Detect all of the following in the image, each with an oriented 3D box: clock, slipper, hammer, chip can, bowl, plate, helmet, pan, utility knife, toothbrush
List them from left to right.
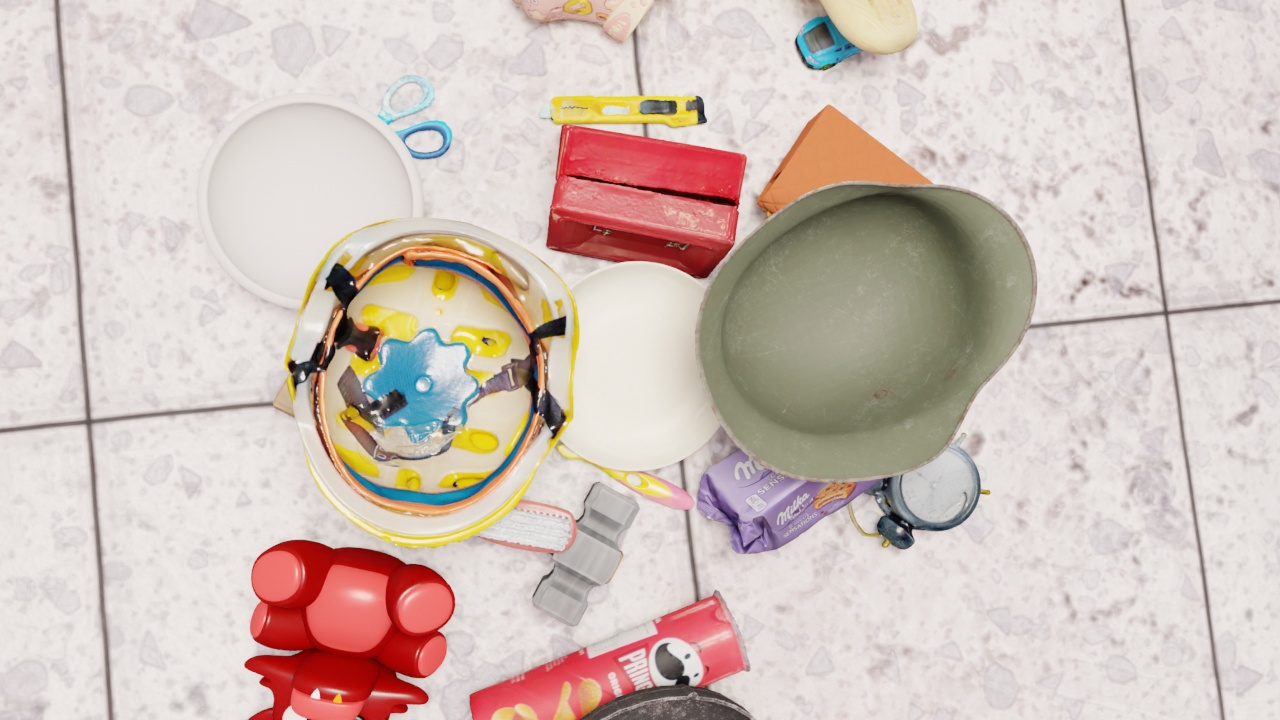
[{"bbox_3d":[-0.271,-0.130,0.772,0.176,0.066,0.176,-1,93,-11],"label":"bowl"},{"bbox_3d":[-0.164,0.013,0.719,0.209,0.140,0.240,11,90,-17],"label":"helmet"},{"bbox_3d":[-0.162,0.102,0.787,0.323,0.051,0.117,29,83,-2],"label":"hammer"},{"bbox_3d":[-0.028,0.272,0.778,0.233,0.073,0.073,-20,89,-8],"label":"chip can"},{"bbox_3d":[-0.015,-0.328,0.815,0.197,0.093,0.081,-15,99,-9],"label":"slipper"},{"bbox_3d":[-0.015,-0.229,0.844,0.155,0.017,0.030,-3,77,-5],"label":"utility knife"},{"bbox_3d":[-0.013,0.103,0.821,0.135,0.016,0.021,24,81,-7],"label":"toothbrush"},{"bbox_3d":[-0.005,0.005,0.804,0.182,0.034,0.182,-1,97,-8],"label":"plate"},{"bbox_3d":[0.081,0.356,0.785,0.356,0.040,0.208,9,112,-20],"label":"pan"},{"bbox_3d":[0.163,-0.373,0.842,0.111,0.079,0.261,-16,72,-27],"label":"slipper"},{"bbox_3d":[0.173,-0.040,0.748,0.268,0.153,0.227,-22,103,5],"label":"helmet"},{"bbox_3d":[0.248,0.118,0.836,0.129,0.052,0.090,-23,89,-4],"label":"clock"}]

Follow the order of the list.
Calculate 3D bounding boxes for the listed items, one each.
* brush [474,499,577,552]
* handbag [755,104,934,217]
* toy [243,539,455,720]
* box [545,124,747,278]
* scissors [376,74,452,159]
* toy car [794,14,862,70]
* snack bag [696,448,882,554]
[{"bbox_3d":[-0.137,0.128,0.749,0.172,0.030,0.041,10,85,0],"label":"brush"},{"bbox_3d":[0.201,-0.133,0.840,0.172,0.060,0.108,35,77,-7],"label":"handbag"},{"bbox_3d":[-0.240,0.246,0.736,0.158,0.120,0.197,14,93,-9],"label":"toy"},{"bbox_3d":[0.004,-0.151,0.783,0.157,0.136,0.122,11,85,-8],"label":"box"},{"bbox_3d":[-0.236,-0.194,0.814,0.140,0.015,0.083,-29,93,-11],"label":"scissors"},{"bbox_3d":[0.198,-0.314,0.868,0.105,0.032,0.048,-25,89,-10],"label":"toy car"},{"bbox_3d":[0.151,0.092,0.803,0.205,0.096,0.058,-32,119,-8],"label":"snack bag"}]
